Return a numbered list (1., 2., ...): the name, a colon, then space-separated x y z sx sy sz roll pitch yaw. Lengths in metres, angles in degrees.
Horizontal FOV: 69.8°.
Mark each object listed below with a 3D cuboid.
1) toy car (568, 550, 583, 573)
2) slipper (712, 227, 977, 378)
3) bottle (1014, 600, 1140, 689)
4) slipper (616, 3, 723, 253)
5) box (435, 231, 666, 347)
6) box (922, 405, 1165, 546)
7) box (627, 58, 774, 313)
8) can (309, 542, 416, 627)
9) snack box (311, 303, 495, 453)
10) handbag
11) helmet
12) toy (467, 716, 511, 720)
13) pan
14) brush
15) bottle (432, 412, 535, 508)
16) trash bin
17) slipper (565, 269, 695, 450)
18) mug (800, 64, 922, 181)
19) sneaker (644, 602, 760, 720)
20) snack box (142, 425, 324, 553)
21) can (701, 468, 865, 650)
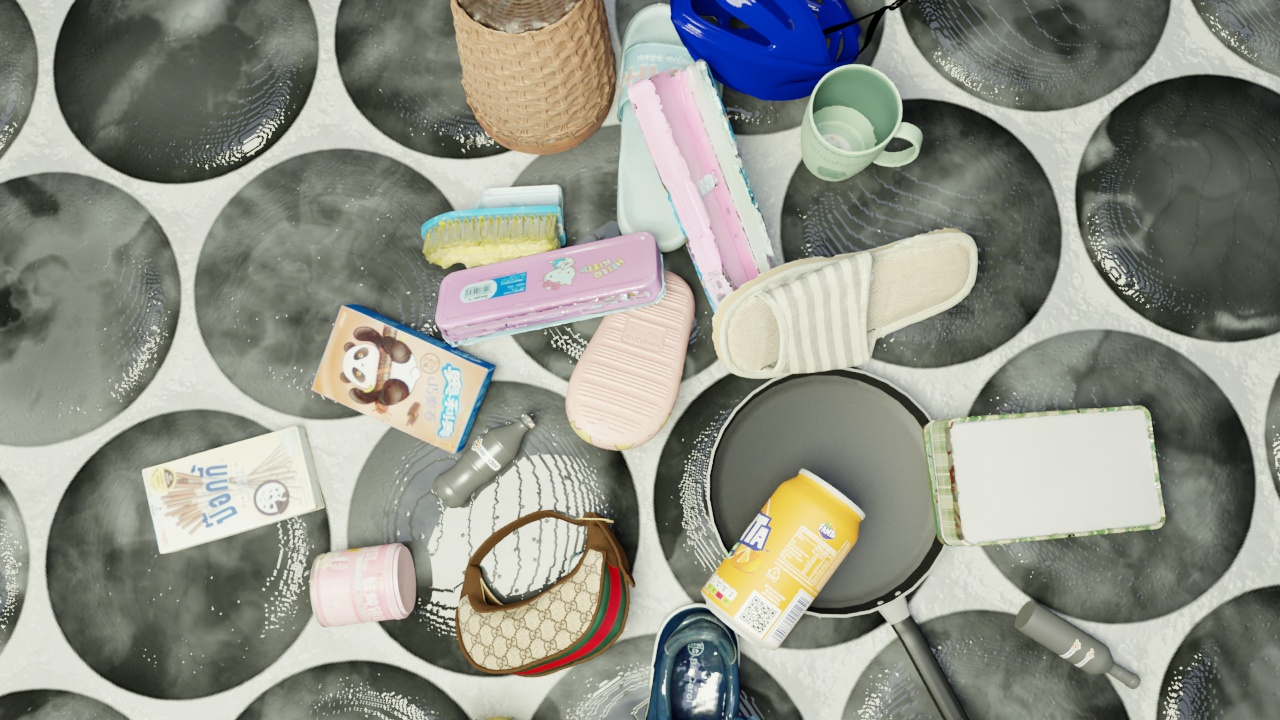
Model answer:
1. toy car: -0.046 0.218 0.836 0.039 0.027 0.089 -4 81 2
2. slipper: 0.193 -0.051 0.822 0.272 0.054 0.115 -17 126 -17
3. bottle: 0.394 0.258 0.821 0.113 0.030 0.030 32 83 5
4. slipper: 0.025 -0.226 0.877 0.104 0.074 0.245 5 83 1
5. box: -0.082 -0.064 0.843 0.214 0.036 0.076 -11 50 11
6. box: 0.359 0.102 0.819 0.205 0.050 0.117 -5 84 -10
7. box: 0.074 -0.150 0.811 0.077 0.084 0.230 -14 108 31
8. can: -0.246 0.201 0.821 0.076 0.067 0.067 -7 81 0
9. snack box: -0.220 0.016 0.855 0.151 0.034 0.087 23 99 4
10. handbag: -0.086 0.199 0.809 0.167 0.063 0.138 -25 61 18
11. helmet: 0.148 -0.334 0.807 0.228 0.240 0.147 -35 77 40
12. toy: -0.121 0.394 0.784 0.134 0.092 0.207 -4 91 6
13. pan: 0.203 0.176 0.834 0.225 0.034 0.356 -27 82 -3
14. brush: -0.141 -0.129 0.876 0.136 0.055 0.075 -3 59 0
15. bottle: -0.143 0.090 0.851 0.110 0.036 0.036 -42 83 -5
16. trash bin: -0.100 -0.292 0.819 0.151 0.210 0.151 0 81 1
17. slipper: -0.005 0.005 0.845 0.093 0.082 0.196 21 58 3
18. mug: 0.204 -0.209 0.855 0.111 0.104 0.084 16 82 4
19. sneaker: 0.048 0.360 0.767 0.121 0.127 0.294 3 84 3
20. snack box: -0.379 0.120 0.856 0.150 0.026 0.082 -16 82 -1
21. can: 0.122 0.169 0.781 0.079 0.079 0.142 37 85 6
